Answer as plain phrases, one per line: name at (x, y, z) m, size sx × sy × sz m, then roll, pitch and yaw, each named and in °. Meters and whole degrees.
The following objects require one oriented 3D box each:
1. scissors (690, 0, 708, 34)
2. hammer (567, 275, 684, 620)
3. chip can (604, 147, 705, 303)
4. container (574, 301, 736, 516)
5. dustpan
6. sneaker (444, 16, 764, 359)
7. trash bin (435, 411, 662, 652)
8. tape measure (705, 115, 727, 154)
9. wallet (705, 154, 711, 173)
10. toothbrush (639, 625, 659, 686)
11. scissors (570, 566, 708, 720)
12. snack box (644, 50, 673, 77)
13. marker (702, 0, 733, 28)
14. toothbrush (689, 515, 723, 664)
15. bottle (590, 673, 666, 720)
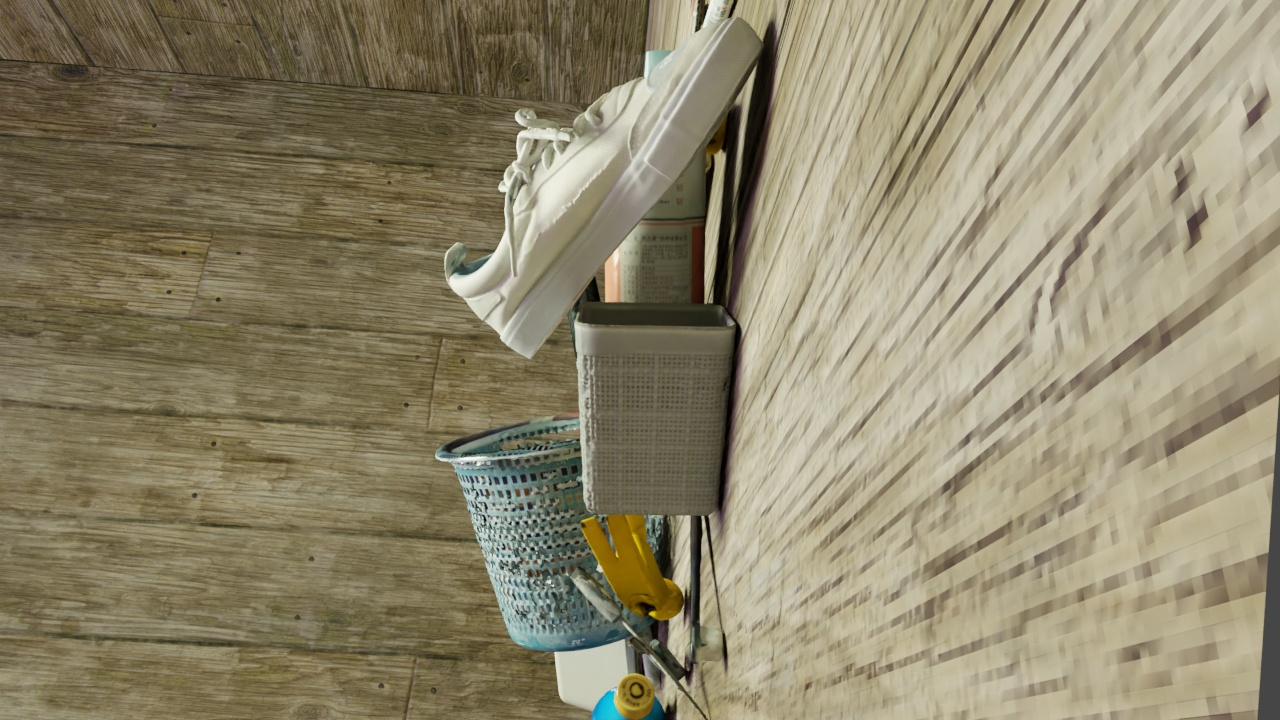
scissors at (0.050, -0.302, 0.749) m, size 0.188 × 0.015 × 0.227 m, roll -88°, pitch 7°, yaw -71°
hammer at (-0.026, 0.045, 0.703) m, size 0.129 × 0.033 × 0.300 m, roll 55°, pitch -161°, yaw -59°
chip can at (0.010, -0.062, 0.613) m, size 0.071 × 0.071 × 0.215 m, roll -96°, pitch 6°, yaw -78°
container at (0.007, 0.028, 0.549) m, size 0.090 × 0.090 × 0.114 m, roll -93°, pitch 4°, yaw -78°
dustpan at (-0.008, 0.301, 1.057) m, size 0.257 × 0.143 × 0.223 m, roll -33°, pitch -57°, yaw -57°
sneaker at (-0.032, -0.109, 0.526) m, size 0.243 × 0.091 × 0.089 m, roll -47°, pitch 7°, yaw 31°
trash bin at (-0.066, 0.158, 0.873) m, size 0.226 × 0.226 × 0.195 m, roll -116°, pitch 17°, yaw -86°
tape measure at (0.044, -0.173, 0.640) m, size 0.060 × 0.029 × 0.057 m, roll -93°, pitch 7°, yaw -68°
wallet at (0.018, -0.137, 0.751) m, size 0.115 × 0.024 × 0.087 m, roll -52°, pitch 19°, yaw 36°
toothbrush at (0.008, 0.279, 0.943) m, size 0.029 × 0.020 × 0.189 m, roll 63°, pitch -177°, yaw -12°
scissors at (0.000, 0.181, 0.594) m, size 0.014 × 0.159 × 0.181 m, roll -46°, pitch -32°, yaw -10°
snack box at (0.025, -0.208, 0.900) m, size 0.074 × 0.051 × 0.175 m, roll -92°, pitch 5°, yaw -57°
marker at (0.057, -0.247, 0.612) m, size 0.145 × 0.017 × 0.017 m, roll 163°, pitch 111°, yaw -88°
toothbrush at (0.037, 0.118, 0.553) m, size 0.180 × 0.018 × 0.016 m, roll -86°, pitch -5°, yaw -67°
bottle at (-0.013, 0.321, 0.784) m, size 0.219 × 0.065 × 0.065 m, roll 96°, pitch 177°, yaw -51°
